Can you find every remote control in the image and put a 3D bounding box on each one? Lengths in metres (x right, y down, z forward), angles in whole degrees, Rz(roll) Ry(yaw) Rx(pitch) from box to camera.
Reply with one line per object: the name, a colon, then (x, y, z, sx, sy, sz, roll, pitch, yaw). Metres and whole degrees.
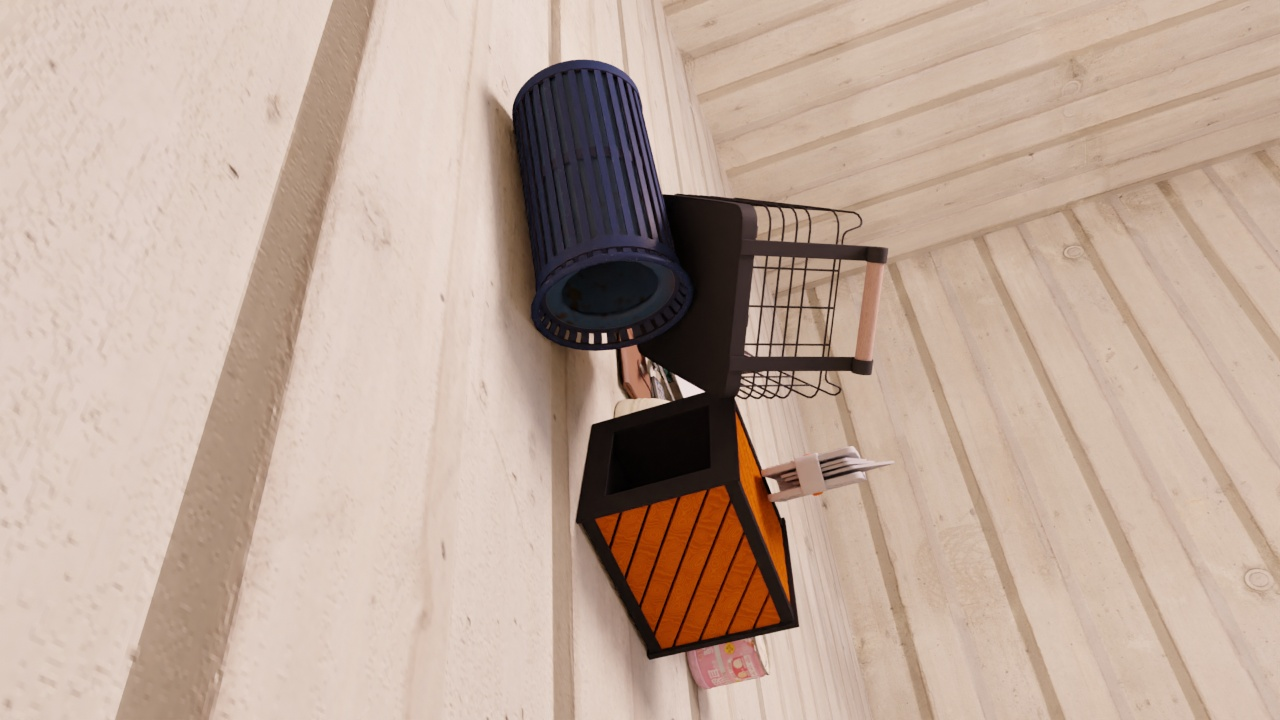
remote control: (0.030, 0.084, 1.126, 0.033, 0.013, 0.136, 53, 24, -56)

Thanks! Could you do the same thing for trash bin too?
trash bin: (-0.044, -0.150, 0.843, 0.139, 0.139, 0.249, 52, 23, -57)
trash bin: (0.046, 0.146, 0.833, 0.139, 0.140, 0.172, -84, 154, -59)

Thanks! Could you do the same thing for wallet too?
wallet: (-0.006, 0.006, 1.072, 0.087, 0.013, 0.120, 60, 17, -45)
wallet: (0.178, 0.105, 0.858, 0.118, 0.115, 0.037, 29, 46, -72)

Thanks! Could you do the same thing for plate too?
plate: (0.092, 0.083, 1.261, 0.174, 0.036, 0.174, -19, 88, -88)

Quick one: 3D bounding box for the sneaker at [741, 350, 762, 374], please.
sneaker: (0.104, -0.050, 1.306, 0.234, 0.095, 0.119, 26, 65, -44)

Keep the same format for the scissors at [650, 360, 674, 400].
scissors: (0.005, -0.033, 1.141, 0.201, 0.015, 0.206, -83, 148, -84)

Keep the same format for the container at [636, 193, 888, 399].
container: (0.098, -0.065, 0.848, 0.241, 0.130, 0.163, -149, -119, -65)

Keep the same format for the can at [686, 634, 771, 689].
can: (0.093, 0.307, 0.971, 0.067, 0.076, 0.067, -17, 90, -77)

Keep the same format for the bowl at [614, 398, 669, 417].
bowl: (0.034, 0.105, 0.981, 0.150, 0.075, 0.150, -16, 90, -77)
